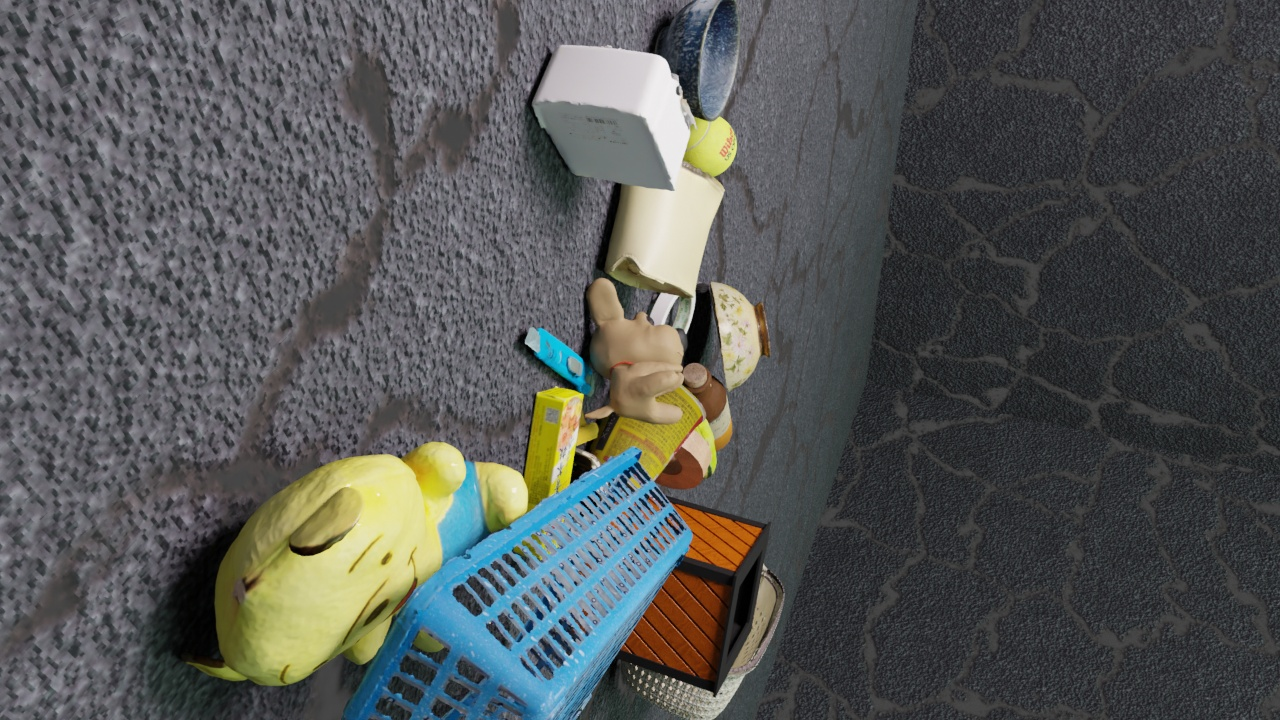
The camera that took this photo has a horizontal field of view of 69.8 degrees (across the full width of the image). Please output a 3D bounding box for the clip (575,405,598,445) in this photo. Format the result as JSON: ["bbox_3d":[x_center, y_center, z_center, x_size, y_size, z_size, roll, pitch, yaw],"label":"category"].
[{"bbox_3d":[-0.063,0.056,0.845,0.048,0.046,0.054,-45,169,19],"label":"clip"}]

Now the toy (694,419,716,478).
[{"bbox_3d":[0.054,0.081,1.086,0.043,0.117,0.092,-24,137,-12],"label":"toy"}]

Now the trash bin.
[{"bbox_3d":[0.031,0.242,1.001,0.139,0.172,0.140,-31,131,-64],"label":"trash bin"}]

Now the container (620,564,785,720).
[{"bbox_3d":[0.078,0.352,1.213,0.250,0.185,0.143,-41,149,-60],"label":"container"}]

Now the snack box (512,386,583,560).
[{"bbox_3d":[-0.081,0.098,0.805,0.040,0.029,0.148,-19,121,-68],"label":"snack box"}]

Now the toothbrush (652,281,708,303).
[{"bbox_3d":[0.047,-0.080,1.078,0.167,0.013,0.013,-21,124,-64],"label":"toothbrush"}]

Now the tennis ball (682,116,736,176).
[{"bbox_3d":[0.067,-0.223,0.951,0.065,0.065,0.065,14,89,-71],"label":"tennis ball"}]

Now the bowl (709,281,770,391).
[{"bbox_3d":[0.130,-0.036,1.177,0.145,0.063,0.145,-7,88,-86],"label":"bowl"}]

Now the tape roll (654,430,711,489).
[{"bbox_3d":[0.031,0.105,1.030,0.094,0.094,0.027,82,28,-47],"label":"tape roll"}]

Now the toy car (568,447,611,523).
[{"bbox_3d":[-0.051,0.117,0.872,0.040,0.048,0.113,-56,153,-36],"label":"toy car"}]

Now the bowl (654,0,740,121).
[{"bbox_3d":[0.049,-0.288,0.864,0.114,0.061,0.114,16,89,-71],"label":"bowl"}]

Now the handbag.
[{"bbox_3d":[0.018,-0.128,0.866,0.111,0.081,0.119,18,88,-64],"label":"handbag"}]

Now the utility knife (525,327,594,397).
[{"bbox_3d":[-0.068,0.001,0.799,0.175,0.015,0.031,40,50,-68],"label":"utility knife"}]

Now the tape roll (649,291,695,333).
[{"bbox_3d":[0.033,-0.044,1.033,0.093,0.018,0.094,-52,154,-39],"label":"tape roll"}]

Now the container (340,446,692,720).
[{"bbox_3d":[-0.083,0.216,0.631,0.257,0.089,0.361,-59,169,15],"label":"container"}]

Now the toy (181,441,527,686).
[{"bbox_3d":[-0.153,0.110,0.514,0.149,0.084,0.213,-59,161,8],"label":"toy"}]

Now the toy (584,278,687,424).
[{"bbox_3d":[-0.005,0.005,0.836,0.134,0.106,0.108,80,-3,-46],"label":"toy"}]

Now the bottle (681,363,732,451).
[{"bbox_3d":[0.077,0.055,1.167,0.157,0.068,0.067,72,36,-56],"label":"bottle"}]

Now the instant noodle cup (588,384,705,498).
[{"bbox_3d":[-0.003,0.079,0.933,0.112,0.100,0.100,-59,156,-22],"label":"instant noodle cup"}]

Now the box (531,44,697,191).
[{"bbox_3d":[-0.011,-0.198,0.693,0.107,0.102,0.095,50,54,-66],"label":"box"}]
